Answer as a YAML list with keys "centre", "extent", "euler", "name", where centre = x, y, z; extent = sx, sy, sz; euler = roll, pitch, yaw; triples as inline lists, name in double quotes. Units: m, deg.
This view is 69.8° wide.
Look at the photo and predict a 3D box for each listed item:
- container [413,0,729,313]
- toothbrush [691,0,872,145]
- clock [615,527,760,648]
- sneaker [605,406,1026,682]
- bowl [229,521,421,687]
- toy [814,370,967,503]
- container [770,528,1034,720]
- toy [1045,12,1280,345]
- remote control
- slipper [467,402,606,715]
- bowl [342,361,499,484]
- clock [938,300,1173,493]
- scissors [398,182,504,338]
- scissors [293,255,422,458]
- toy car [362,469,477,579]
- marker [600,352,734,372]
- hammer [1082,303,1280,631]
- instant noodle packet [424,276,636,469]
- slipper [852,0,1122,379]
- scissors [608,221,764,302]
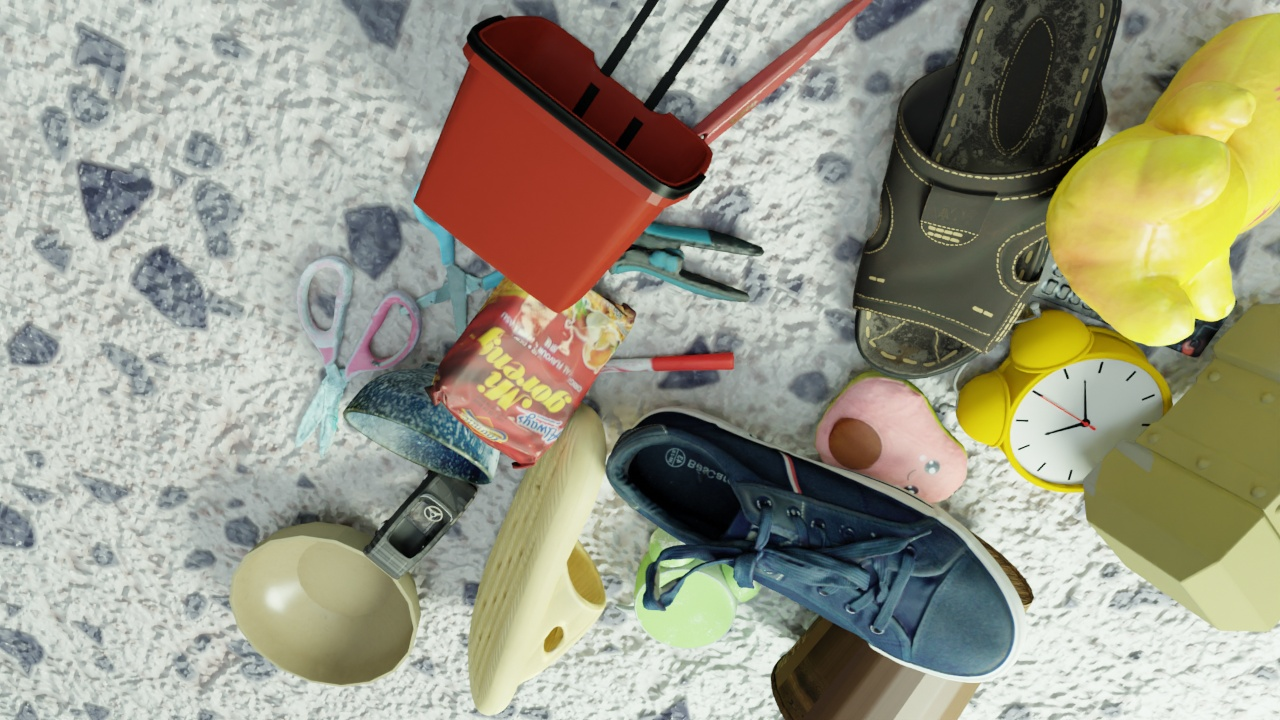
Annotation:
- centre: [-0.025, -0.145, 0.528]
  extent: [0.148, 0.126, 0.201]
  euler: [38, 119, -2]
  name: "container"
- centre: [0.104, -0.191, 0.553]
  extent: [0.190, 0.016, 0.016]
  euler: [-37, 108, 20]
  name: "toothbrush"
- centre: [0.039, 0.178, 0.721]
  extent: [0.094, 0.042, 0.119]
  euler: [24, 115, -7]
  name: "clock"
- centre: [0.101, 0.124, 0.589]
  extent: [0.295, 0.127, 0.121]
  euler: [27, 100, 16]
  name: "sneaker"
- centre: [-0.250, 0.191, 0.750]
  extent: [0.152, 0.050, 0.152]
  euler: [2, 115, 5]
  name: "bowl"
- centre: [0.180, 0.058, 0.644]
  extent: [0.110, 0.051, 0.090]
  euler: [29, 118, -9]
  name: "toy"
- centre: [0.196, 0.207, 0.679]
  extent: [0.132, 0.132, 0.167]
  euler: [26, 109, -7]
  name: "container"
- centre: [0.300, -0.097, 0.506]
  extent: [0.087, 0.193, 0.134]
  euler: [20, 139, 44]
  name: "toy"
- centre: [0.309, -0.048, 0.599]
  extent: [0.150, 0.022, 0.047]
  euler: [21, 115, -6]
  name: "remote control"
- centre: [-0.064, 0.151, 0.695]
  extent: [0.079, 0.111, 0.262]
  euler: [11, 114, -24]
  name: "slipper"
- centre: [-0.146, 0.038, 0.655]
  extent: [0.114, 0.060, 0.114]
  euler: [20, 158, 8]
  name: "bowl"
- centre: [0.285, 0.029, 0.622]
  extent: [0.152, 0.052, 0.114]
  euler: [29, 114, -12]
  name: "clock"
- centre: [-0.121, -0.071, 0.635]
  extent: [0.135, 0.015, 0.134]
  euler: [-22, 112, 12]
  name: "scissors"
- centre: [-0.236, 0.000, 0.682]
  extent: [0.103, 0.016, 0.179]
  euler: [36, 118, -7]
  name: "scissors"
- centre: [-0.167, 0.123, 0.701]
  extent: [0.040, 0.037, 0.092]
  euler: [45, 76, -15]
  name: "toy car"
- centre: [-0.004, 0.004, 0.659]
  extent: [0.142, 0.012, 0.013]
  euler: [-2, 115, 7]
  name: "marker"
- centre: [0.461, 0.134, 0.622]
  extent: [0.190, 0.100, 0.325]
  euler: [-47, 118, 3]
  name: "hammer"
- centre: [-0.071, -0.003, 0.611]
  extent: [0.098, 0.040, 0.135]
  euler: [43, 73, -29]
  name: "instant noodle packet"
- centre: [0.199, -0.103, 0.544]
  extent: [0.113, 0.075, 0.268]
  euler: [23, 116, 16]
  name: "slipper"
- centre: [0.011, -0.070, 0.619]
  extent: [0.128, 0.019, 0.142]
  euler: [-30, 107, 19]
  name: "scissors"
